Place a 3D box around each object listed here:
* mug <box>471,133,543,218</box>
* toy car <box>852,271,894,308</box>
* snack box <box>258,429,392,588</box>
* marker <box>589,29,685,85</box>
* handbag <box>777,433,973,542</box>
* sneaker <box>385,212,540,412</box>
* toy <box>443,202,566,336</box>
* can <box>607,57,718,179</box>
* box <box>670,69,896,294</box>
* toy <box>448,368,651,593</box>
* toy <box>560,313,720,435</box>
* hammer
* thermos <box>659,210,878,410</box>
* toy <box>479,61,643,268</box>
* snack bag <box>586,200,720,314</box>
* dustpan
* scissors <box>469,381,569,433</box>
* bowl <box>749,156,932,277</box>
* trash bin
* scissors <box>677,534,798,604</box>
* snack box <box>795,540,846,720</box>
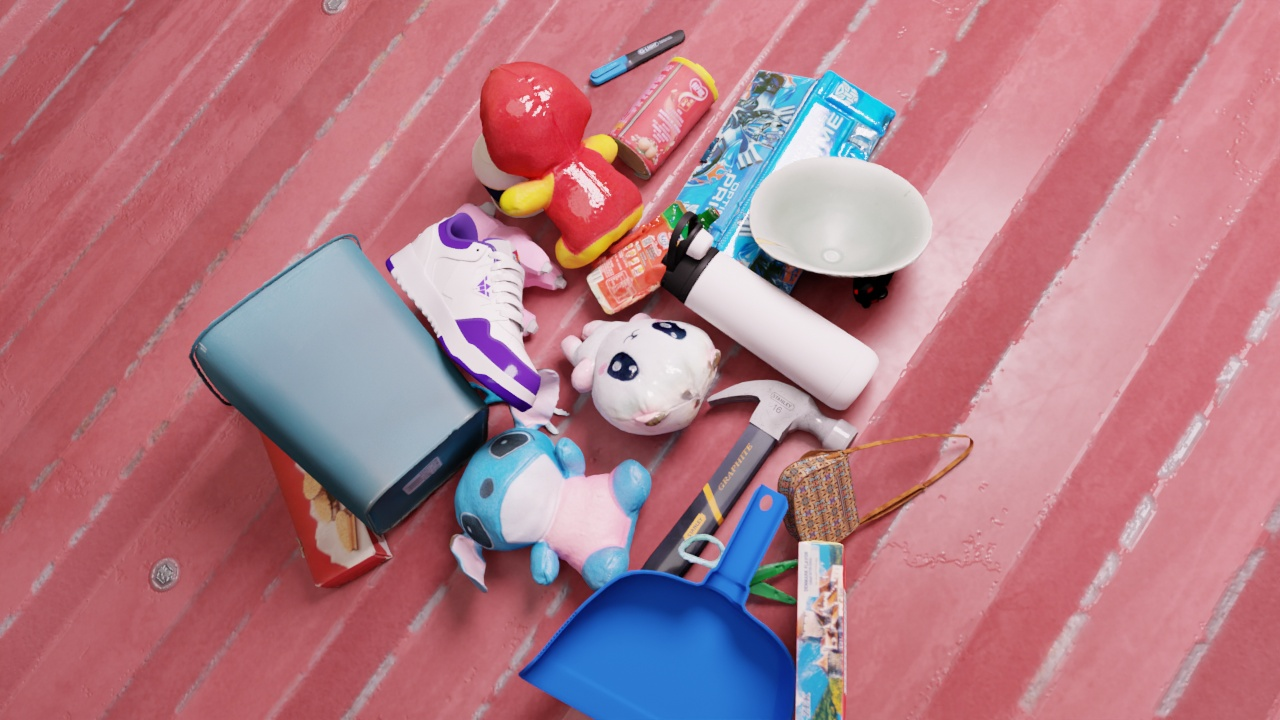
[{"bbox_3d":[-0.136,-0.229,1.026,0.086,0.089,0.111,25,80,18],"label":"mug"},{"bbox_3d":[0.241,-0.099,0.930,0.036,0.042,0.091,24,79,30],"label":"toy car"},{"bbox_3d":[-0.357,0.108,0.994,0.076,0.044,0.272,-29,70,2],"label":"snack box"},{"bbox_3d":[-0.004,-0.357,1.077,0.123,0.015,0.018,-26,69,2],"label":"marker"},{"bbox_3d":[0.221,0.105,0.859,0.195,0.093,0.043,-21,28,-9],"label":"handbag"},{"bbox_3d":[-0.149,-0.057,0.904,0.111,0.092,0.244,-43,60,1],"label":"sneaker"},{"bbox_3d":[-0.162,-0.104,1.007,0.157,0.067,0.123,30,83,24],"label":"toy"},{"bbox_3d":[0.024,-0.269,1.016,0.067,0.067,0.124,38,84,20],"label":"can"},{"bbox_3d":[0.138,-0.202,0.975,0.175,0.060,0.243,29,81,19],"label":"box"},{"bbox_3d":[-0.086,0.129,0.903,0.191,0.099,0.223,16,76,10],"label":"toy"},{"bbox_3d":[-0.006,0.005,0.926,0.180,0.101,0.138,29,59,36],"label":"toy"},{"bbox_3d":[0.067,0.157,0.893,0.139,0.035,0.312,34,83,19],"label":"hammer"},{"bbox_3d":[0.123,-0.047,0.882,0.230,0.101,0.068,35,64,5],"label":"thermos"},{"bbox_3d":[-0.083,-0.210,0.947,0.099,0.216,0.147,-8,31,50],"label":"toy"},{"bbox_3d":[0.016,-0.114,0.964,0.155,0.044,0.087,-34,55,15],"label":"snack bag"},{"bbox_3d":[0.058,0.230,0.822,0.245,0.059,0.257,28,82,2],"label":"dustpan"},{"bbox_3d":[-0.127,0.029,0.986,0.135,0.016,0.083,19,76,16],"label":"scissors"},{"bbox_3d":[0.191,-0.122,0.903,0.174,0.068,0.173,-1,52,1],"label":"bowl"},{"bbox_3d":[-0.279,0.035,0.909,0.218,0.199,0.196,44,69,8],"label":"trash bin"},{"bbox_3d":[0.091,0.197,0.861,0.131,0.012,0.108,-17,96,-4],"label":"scissors"},{"bbox_3d":[0.157,0.236,0.790,0.040,0.142,0.144,0,73,13],"label":"snack box"}]
